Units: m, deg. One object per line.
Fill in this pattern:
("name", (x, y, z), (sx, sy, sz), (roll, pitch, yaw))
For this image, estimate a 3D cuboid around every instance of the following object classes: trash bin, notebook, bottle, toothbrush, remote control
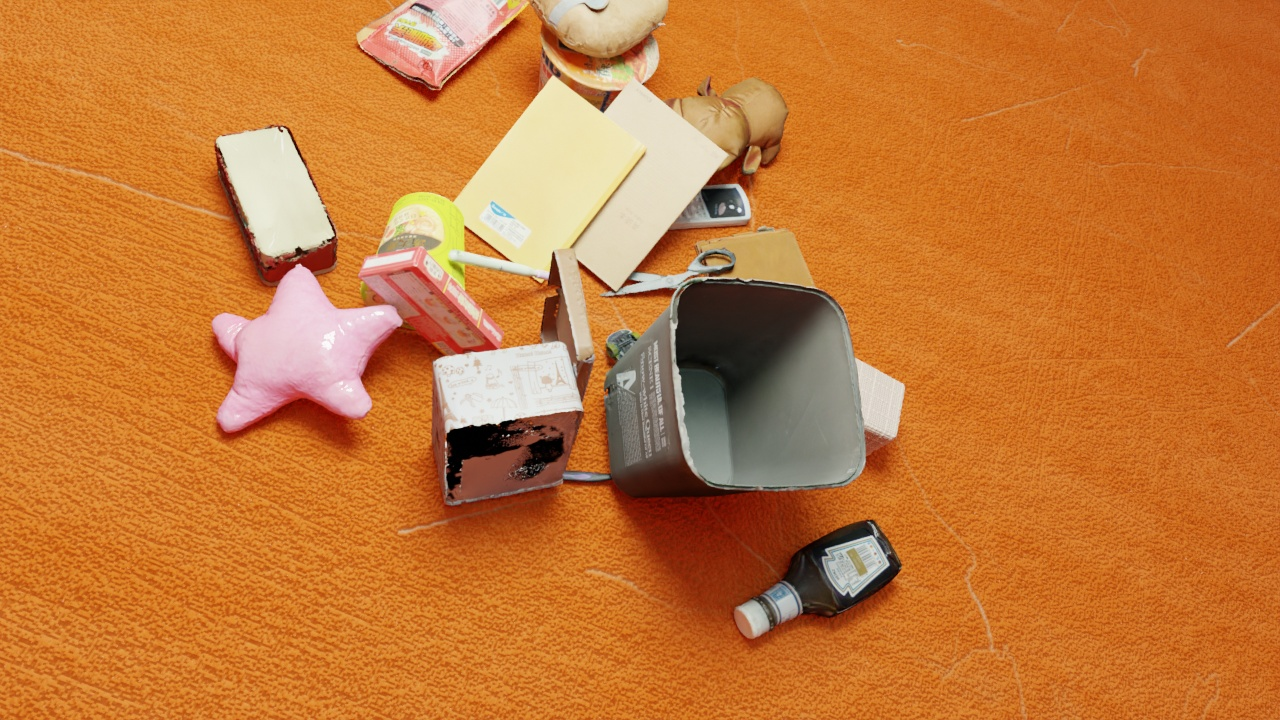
("trash bin", (0.075, 0.047, 0.920), (0.198, 0.220, 0.198), (3, 73, -25))
("notebook", (-0.111, -0.215, 1.086), (0.146, 0.010, 0.206), (37, 88, 3))
("bottle", (0.188, 0.240, 0.985), (0.194, 0.044, 0.080), (-21, 72, -25))
("toothbrush", (-0.138, -0.104, 1.019), (0.189, 0.020, 0.029), (5, 54, -51))
("toothbrush", (-0.071, 0.125, 0.984), (0.189, 0.017, 0.014), (5, 53, -12))
("remote control", (0.070, -0.199, 1.185), (0.149, 0.021, 0.058), (-7, 66, -20))
("notebook", (-0.018, -0.210, 1.097), (0.149, 0.012, 0.211), (40, 91, 4))

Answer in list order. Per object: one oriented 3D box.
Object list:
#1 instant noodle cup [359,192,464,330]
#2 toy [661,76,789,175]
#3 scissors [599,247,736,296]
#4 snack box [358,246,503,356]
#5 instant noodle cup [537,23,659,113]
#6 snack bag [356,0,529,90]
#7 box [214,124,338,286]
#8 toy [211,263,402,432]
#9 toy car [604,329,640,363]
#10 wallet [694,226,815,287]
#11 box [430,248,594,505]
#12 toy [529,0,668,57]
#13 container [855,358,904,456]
("instant noodle cup", (-0.240, -0.115, 1.003), (0.111, 0.112, 0.123), (8, 54, -13))
("toy", (0.103, -0.299, 1.194), (0.140, 0.131, 0.199), (45, 39, 10))
("scissors", (0.043, -0.094, 1.110), (0.165, 0.014, 0.163), (42, 68, 14))
("snack box", (-0.212, -0.057, 0.943), (0.075, 0.153, 0.025), (-6, 55, 26))
("instant noodle cup", (-0.063, -0.368, 1.176), (0.151, 0.112, 0.151), (7, 62, -14))
("snack bag", (-0.249, -0.437, 1.187), (0.128, 0.073, 0.207), (36, 64, 8))
("box", (-0.397, -0.174, 0.995), (0.091, 0.077, 0.168), (-20, 71, -26))
("toy", (-0.335, -0.020, 0.923), (0.194, 0.075, 0.178), (-8, 72, 2))
("toy car", (-0.006, 0.006, 1.048), (0.042, 0.035, 0.090), (-28, 76, -29))
("wallet", (0.144, -0.117, 1.159), (0.131, 0.031, 0.107), (-11, 67, -18))
("box", (-0.137, 0.018, 0.918), (0.158, 0.181, 0.205), (-5, 62, -14))
("toy", (-0.029, -0.448, 1.116), (0.143, 0.083, 0.225), (46, 58, 0))
("container", (0.238, 0.052, 1.072), (0.111, 0.090, 0.090), (25, 59, -8))
